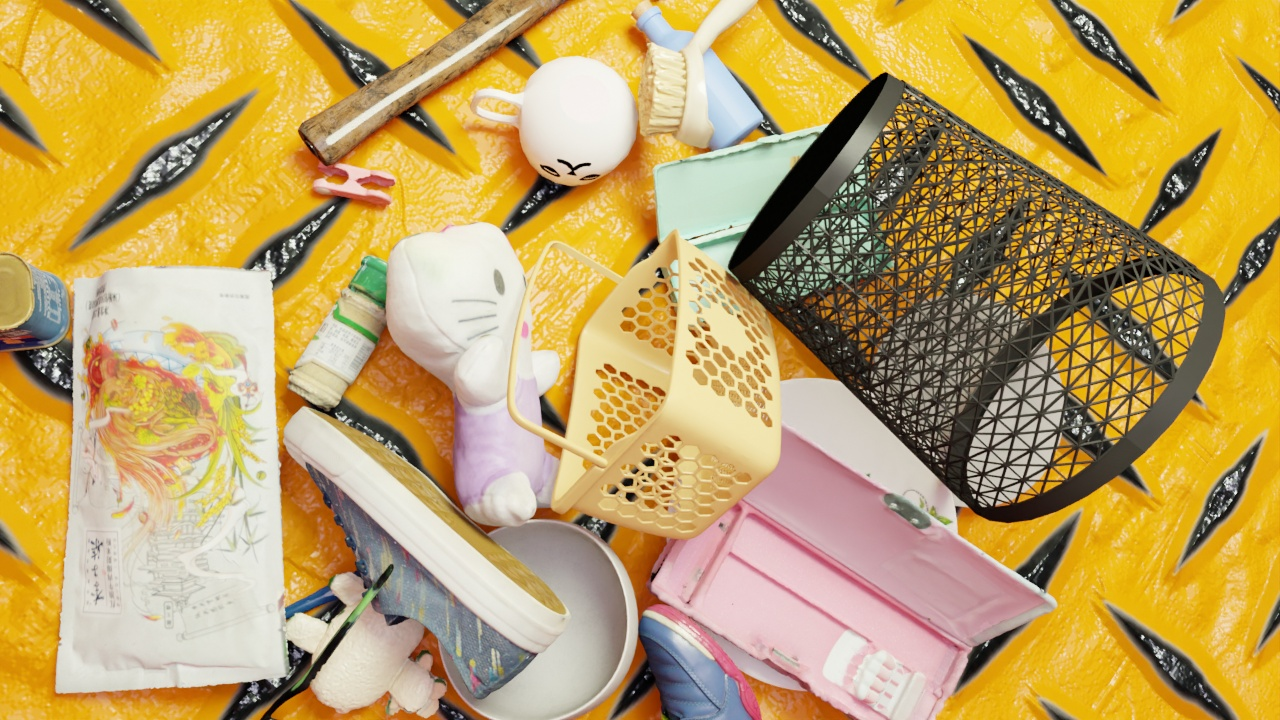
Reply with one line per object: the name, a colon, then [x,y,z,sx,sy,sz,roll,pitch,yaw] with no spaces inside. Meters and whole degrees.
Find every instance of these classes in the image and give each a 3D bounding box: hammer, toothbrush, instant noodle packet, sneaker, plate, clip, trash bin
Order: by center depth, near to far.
toothbrush: [-0.199,0.189,0.573,0.017,0.014,0.188,33,113,-18]
sneaker: [-0.154,0.118,0.580,0.235,0.087,0.079,36,86,20]
instant noodle packet: [-0.306,0.074,0.595,0.147,0.057,0.269,-3,83,0]
sneaker: [0.049,0.281,0.612,0.091,0.116,0.242,-30,95,-25]
trash bin: [0.205,-0.051,0.620,0.243,0.217,0.216,37,76,-6]
toothbrush: [-0.204,0.156,0.626,0.189,0.017,0.016,-23,87,-15]
clip: [-0.209,-0.122,0.666,0.059,0.023,0.041,17,81,-4]
hammer: [-0.119,-0.257,0.695,0.329,0.033,0.120,-40,88,-18]
plate: [0.128,0.129,0.695,0.229,0.030,0.229,1,83,-11]
plate: [0.263,0.032,0.747,0.172,0.019,0.172,2,81,-12]

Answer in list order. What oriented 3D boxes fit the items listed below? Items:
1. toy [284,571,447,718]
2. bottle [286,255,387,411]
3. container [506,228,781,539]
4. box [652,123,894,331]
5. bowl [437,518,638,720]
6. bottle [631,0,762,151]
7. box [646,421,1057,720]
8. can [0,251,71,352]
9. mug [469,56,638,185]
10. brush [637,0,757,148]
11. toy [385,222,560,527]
toy: [-0.179,0.193,0.609,0.112,0.050,0.087,38,78,-4]
bottle: [-0.202,-0.019,0.641,0.042,0.043,0.109,31,78,-6]
container: [-0.003,0.003,0.599,0.167,0.129,0.183,28,37,-18]
box: [0.103,-0.108,0.717,0.186,0.056,0.138,-16,103,-15]
bowl: [-0.065,0.177,0.621,0.132,0.064,0.131,-3,71,9]
bottle: [0.039,-0.226,0.722,0.048,0.048,0.131,-38,91,-15]
box: [0.141,0.155,0.643,0.233,0.075,0.173,34,106,-6]
can: [-0.429,-0.035,0.584,0.099,0.059,0.054,-8,83,-13]
mug: [-0.064,-0.181,0.677,0.124,0.076,0.090,9,80,-11]
brush: [0.075,-0.265,0.690,0.077,0.062,0.271,37,66,-11]
toy: [-0.107,0.007,0.625,0.086,0.137,0.209,-17,87,18]
